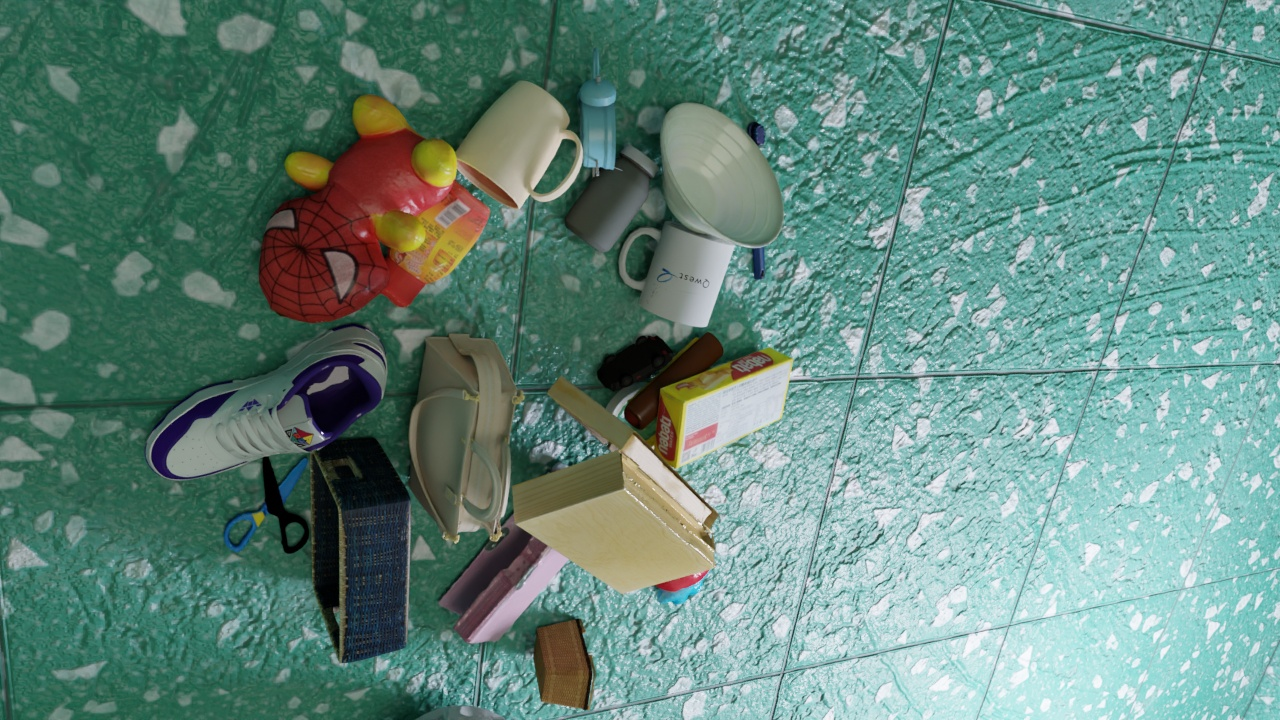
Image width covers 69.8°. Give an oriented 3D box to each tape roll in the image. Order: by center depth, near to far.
[{"bbox_3d":[0.000,0.072,1.123,0.094,0.019,0.094,-11,116,-22],"label":"tape roll"}]

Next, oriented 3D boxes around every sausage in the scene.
[{"bbox_3d":[0.039,0.023,1.093,0.155,0.040,0.040,-42,125,-21],"label":"sausage"}]

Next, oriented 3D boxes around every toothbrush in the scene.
[{"bbox_3d":[0.139,-0.184,1.080,0.016,0.017,0.190,-16,118,-21],"label":"toothbrush"}]

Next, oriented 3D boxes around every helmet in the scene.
[{"bbox_3d":[-0.214,0.557,1.132,0.224,0.184,0.282,-26,115,-9],"label":"helmet"}]

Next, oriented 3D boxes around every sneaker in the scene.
[{"bbox_3d":[-0.349,0.059,0.882,0.244,0.111,0.092,-31,123,-12],"label":"sneaker"}]

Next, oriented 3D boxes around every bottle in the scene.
[{"bbox_3d":[-0.212,-0.115,0.912,0.071,0.048,0.134,38,92,-37],"label":"bottle"},{"bbox_3d":[-0.029,-0.172,0.973,0.060,0.060,0.108,34,94,-34],"label":"bottle"}]

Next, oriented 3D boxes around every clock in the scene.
[{"bbox_3d":[-0.040,-0.247,0.915,0.042,0.087,0.123,-2,101,-6],"label":"clock"}]

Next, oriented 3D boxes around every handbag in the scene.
[{"bbox_3d":[-0.170,0.090,0.935,0.101,0.198,0.195,1,111,-28],"label":"handbag"}]

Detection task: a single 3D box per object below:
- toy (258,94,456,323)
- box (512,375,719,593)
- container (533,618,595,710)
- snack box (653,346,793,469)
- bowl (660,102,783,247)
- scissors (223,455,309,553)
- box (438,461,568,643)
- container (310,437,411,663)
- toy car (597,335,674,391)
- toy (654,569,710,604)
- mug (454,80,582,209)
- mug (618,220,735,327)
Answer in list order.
[{"bbox_3d":[-0.263,-0.127,0.840,0.216,0.147,0.098,-53,159,1],"label":"toy"},{"bbox_3d":[-0.013,0.146,1.002,0.248,0.142,0.178,49,46,-52],"label":"box"},{"bbox_3d":[-0.099,0.384,1.164,0.061,0.114,0.063,3,111,-15],"label":"container"},{"bbox_3d":[0.103,0.054,1.115,0.200,0.042,0.092,-20,126,-39],"label":"snack box"},{"bbox_3d":[0.073,-0.188,0.994,0.176,0.176,0.058,20,145,-33],"label":"bowl"},{"bbox_3d":[-0.378,0.156,0.970,0.109,0.018,0.131,32,96,-37],"label":"scissors"},{"bbox_3d":[-0.141,0.232,1.115,0.232,0.080,0.099,-50,159,2],"label":"box"},{"bbox_3d":[-0.291,0.192,0.952,0.071,0.145,0.188,-5,114,-29],"label":"container"},{"bbox_3d":[-0.006,0.006,1.078,0.091,0.042,0.036,-31,145,-12],"label":"toy car"},{"bbox_3d":[0.053,0.280,1.224,0.092,0.062,0.133,-18,137,-6],"label":"toy"},{"bbox_3d":[-0.110,-0.205,0.892,0.104,0.111,0.085,-57,168,-5],"label":"mug"},{"bbox_3d":[0.034,-0.103,1.034,0.119,0.083,0.096,18,105,-3],"label":"mug"}]
